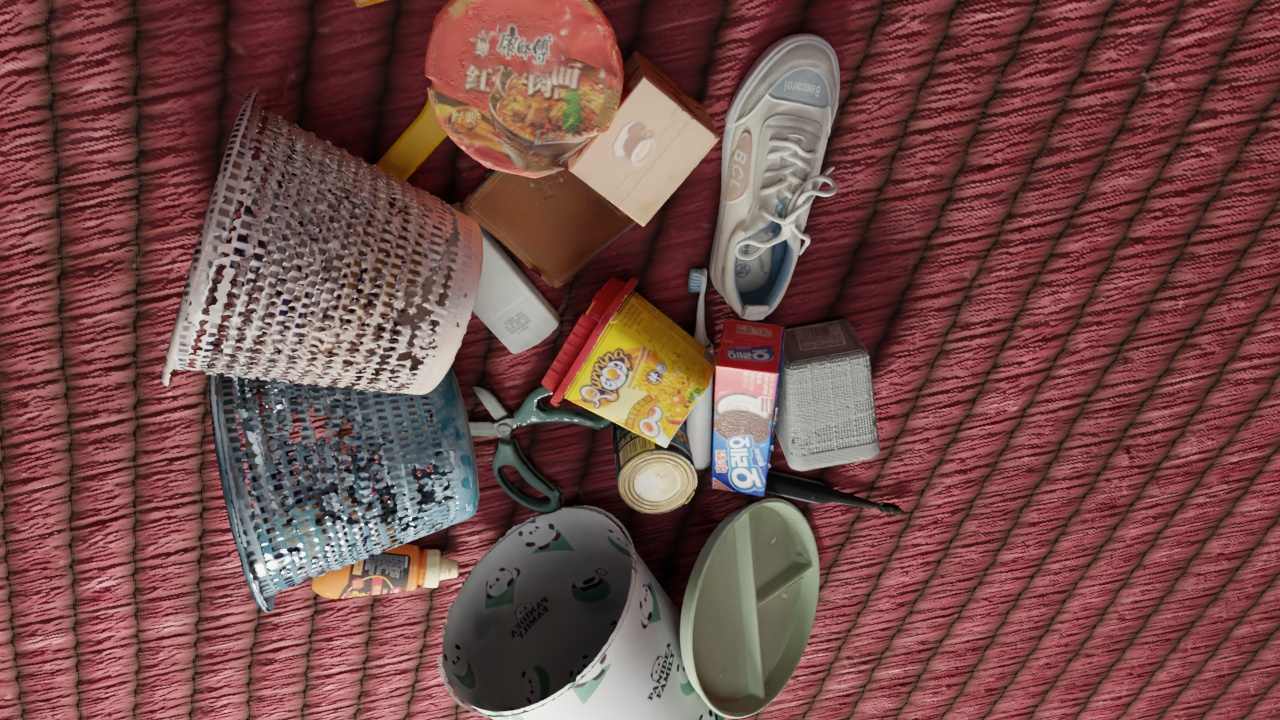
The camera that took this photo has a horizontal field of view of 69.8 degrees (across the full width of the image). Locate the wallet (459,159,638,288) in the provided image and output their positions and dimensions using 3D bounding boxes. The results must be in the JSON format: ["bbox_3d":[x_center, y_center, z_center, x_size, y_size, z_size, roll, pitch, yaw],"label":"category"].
[{"bbox_3d":[-0.078,-0.131,0.794,0.101,0.032,0.124,-41,117,15],"label":"wallet"}]

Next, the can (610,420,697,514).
[{"bbox_3d":[0.011,0.086,0.885,0.075,0.111,0.075,-2,121,-4],"label":"can"}]

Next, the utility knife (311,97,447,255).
[{"bbox_3d":[-0.205,-0.167,0.768,0.231,0.015,0.033,-42,110,16],"label":"utility knife"}]

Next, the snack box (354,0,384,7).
[{"bbox_3d":[-0.195,-0.342,0.658,0.075,0.026,0.154,-13,121,3],"label":"snack box"}]

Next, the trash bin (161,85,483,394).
[{"bbox_3d":[-0.235,-0.067,0.706,0.192,0.227,0.228,17,118,-24],"label":"trash bin"}]

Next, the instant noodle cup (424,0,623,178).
[{"bbox_3d":[-0.090,-0.214,0.684,0.138,0.108,0.138,-3,107,-10],"label":"instant noodle cup"}]

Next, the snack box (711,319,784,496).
[{"bbox_3d":[0.100,0.051,0.862,0.058,0.057,0.208,7,142,9],"label":"snack box"}]

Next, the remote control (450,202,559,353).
[{"bbox_3d":[-0.137,-0.072,0.828,0.058,0.021,0.150,-32,119,15],"label":"remote control"}]

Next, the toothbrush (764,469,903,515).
[{"bbox_3d":[0.187,0.141,0.984,0.212,0.027,0.026,14,88,-13],"label":"toothbrush"}]

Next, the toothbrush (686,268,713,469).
[{"bbox_3d":[0.058,0.011,0.893,0.026,0.026,0.221,-2,121,0],"label":"toothbrush"}]

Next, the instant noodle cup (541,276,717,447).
[{"bbox_3d":[-0.005,0.005,0.819,0.123,0.115,0.116,33,114,-2],"label":"instant noodle cup"}]

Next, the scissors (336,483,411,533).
[{"bbox_3d":[-0.255,0.129,0.942,0.133,0.017,0.136,8,119,-15],"label":"scissors"}]

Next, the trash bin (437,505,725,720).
[{"bbox_3d":[-0.043,0.318,0.964,0.230,0.229,0.252,-29,125,11],"label":"trash bin"}]

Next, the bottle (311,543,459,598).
[{"bbox_3d":[-0.267,0.219,0.971,0.149,0.066,0.067,6,120,-17],"label":"bottle"}]

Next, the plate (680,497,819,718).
[{"bbox_3d":[0.118,0.257,0.965,0.028,0.229,0.230,5,134,44],"label":"plate"}]

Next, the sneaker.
[{"bbox_3d":[0.111,-0.145,0.769,0.089,0.090,0.243,6,119,-10],"label":"sneaker"}]

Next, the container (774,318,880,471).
[{"bbox_3d":[0.174,0.030,0.882,0.090,0.090,0.114,-11,118,0],"label":"container"}]

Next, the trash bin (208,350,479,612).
[{"bbox_3d":[-0.253,0.086,0.814,0.194,0.226,0.227,-11,123,-18],"label":"trash bin"}]

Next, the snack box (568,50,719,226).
[{"bbox_3d":[-0.001,-0.179,0.735,0.077,0.094,0.093,34,112,-22],"label":"snack box"}]

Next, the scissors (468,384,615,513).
[{"bbox_3d":[-0.094,0.086,0.917,0.175,0.019,0.170,-10,123,15],"label":"scissors"}]
